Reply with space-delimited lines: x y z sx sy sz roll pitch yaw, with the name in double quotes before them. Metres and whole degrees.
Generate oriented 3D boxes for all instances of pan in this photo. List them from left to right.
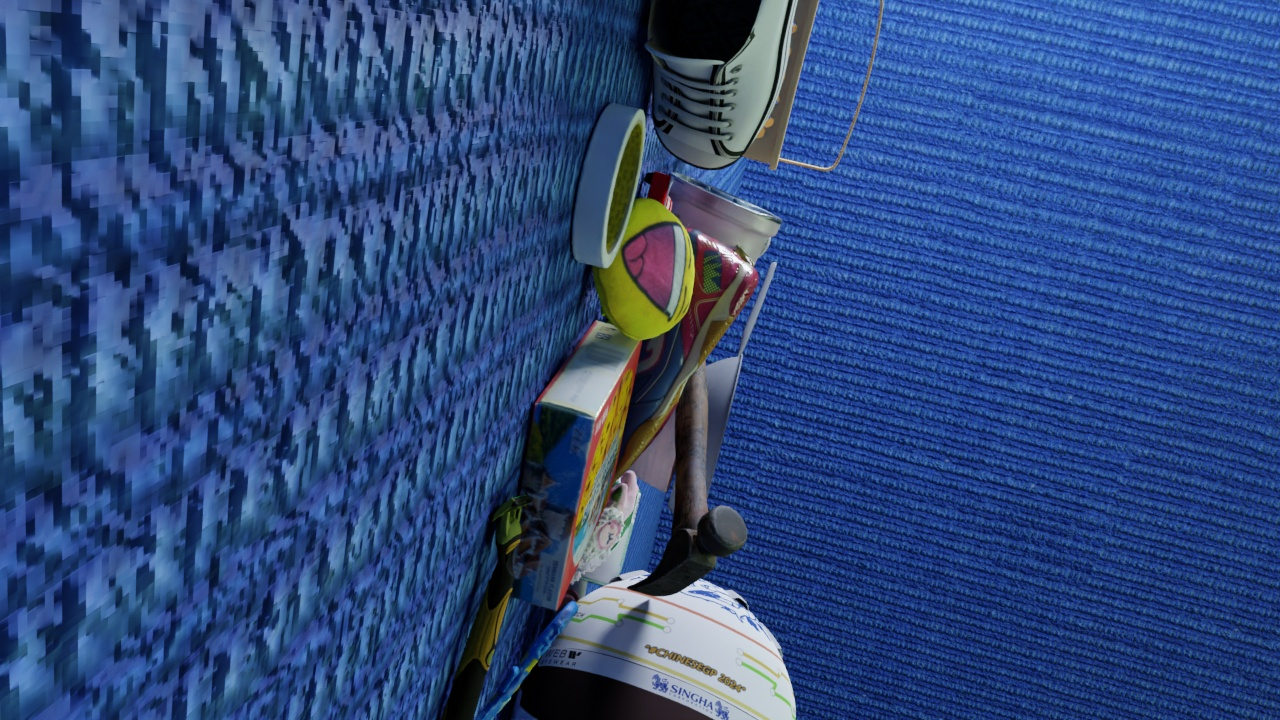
"pan" 0.094 0.024 1.016 0.201 0.051 0.355 98 8 -59

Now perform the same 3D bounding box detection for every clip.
"clip" -0.072 0.240 0.871 0.045 0.023 0.060 -51 157 -88

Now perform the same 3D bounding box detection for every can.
"can" -0.035 0.157 0.857 0.053 0.053 0.101 84 21 -74

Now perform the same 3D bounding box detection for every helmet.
"helmet" 0.014 0.294 0.758 0.315 0.231 0.235 109 5 -74

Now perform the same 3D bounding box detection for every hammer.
"hammer" 0.038 0.037 0.775 0.120 0.033 0.329 -44 -150 40

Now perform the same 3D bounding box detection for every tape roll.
"tape roll" -0.018 -0.102 0.539 0.094 0.019 0.094 16 88 -85

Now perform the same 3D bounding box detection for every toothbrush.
"toothbrush" -0.067 0.248 0.943 0.018 0.019 0.188 -64 167 -54

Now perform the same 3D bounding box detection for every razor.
"razor" -0.086 0.143 0.499 0.044 0.021 0.144 52 55 -83

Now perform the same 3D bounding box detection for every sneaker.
"sneaker" -0.004 0.005 0.727 0.242 0.091 0.116 -57 175 20
"sneaker" 0.041 -0.198 0.573 0.097 0.091 0.246 -60 170 -28

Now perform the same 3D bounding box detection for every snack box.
"snack box" -0.042 0.065 0.612 0.142 0.040 0.145 -63 166 -64

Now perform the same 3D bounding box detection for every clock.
"clock" 0.074 -0.136 0.896 0.157 0.117 0.059 -53 167 -76

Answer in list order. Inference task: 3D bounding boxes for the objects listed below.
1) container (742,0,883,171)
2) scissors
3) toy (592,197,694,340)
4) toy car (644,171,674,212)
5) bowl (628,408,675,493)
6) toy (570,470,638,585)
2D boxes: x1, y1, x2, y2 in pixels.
"container" 0.150 -0.300 0.947 0.129 0.167 0.184 -64 167 -64
"scissors" -0.082 0.202 0.575 0.125 0.013 0.131 -45 166 -36
"toy" 0.003 -0.061 0.617 0.094 0.041 0.095 13 81 -51
"toy car" 0.013 -0.125 0.759 0.089 0.025 0.038 66 39 -81
"bowl" 0.014 0.059 0.978 0.153 0.076 0.153 18 88 -84
"toy" -0.032 0.142 0.788 0.108 0.041 0.096 -49 165 -26
